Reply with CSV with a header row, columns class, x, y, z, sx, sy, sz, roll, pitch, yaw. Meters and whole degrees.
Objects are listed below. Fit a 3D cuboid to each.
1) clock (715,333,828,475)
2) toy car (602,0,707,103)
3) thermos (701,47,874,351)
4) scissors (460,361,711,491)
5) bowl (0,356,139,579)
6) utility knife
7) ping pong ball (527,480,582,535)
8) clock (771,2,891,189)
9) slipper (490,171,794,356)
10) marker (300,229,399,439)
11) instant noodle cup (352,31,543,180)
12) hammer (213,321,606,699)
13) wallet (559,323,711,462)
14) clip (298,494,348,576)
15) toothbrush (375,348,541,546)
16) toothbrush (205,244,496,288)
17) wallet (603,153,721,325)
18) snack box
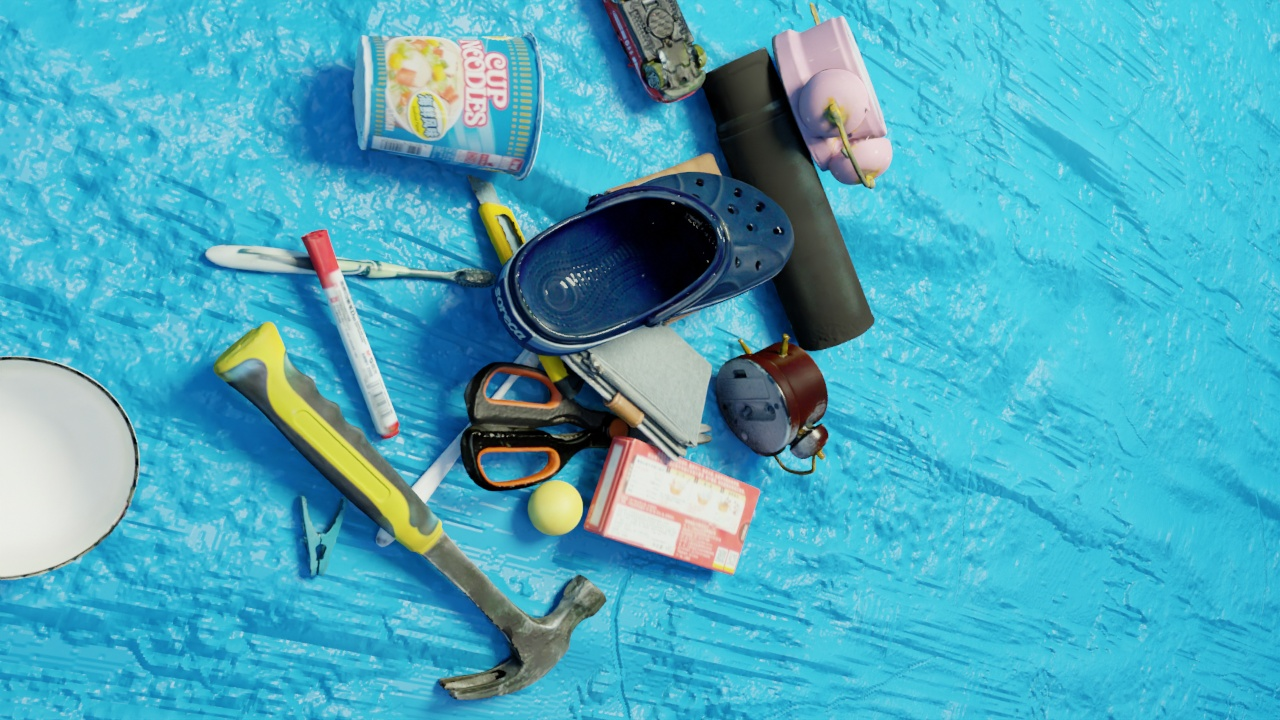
class,x,y,z,sx,sy,sz,roll,pitch,yaw
clock,0.111,0.040,0.749,0.055,0.082,0.122,-25,102,-33
toy car,0.007,-0.255,0.699,0.052,0.045,0.120,-30,101,-23
thermos,0.127,-0.135,0.762,0.089,0.069,0.242,-38,110,-46
scissors,-0.034,0.067,0.694,0.235,0.022,0.139,31,70,-33
bowl,-0.341,0.055,0.502,0.116,0.066,0.116,0,91,-30
utility knife,-0.081,-0.054,0.658,0.033,0.015,0.176,-27,93,-49
ping pong ball,-0.063,0.109,0.676,0.040,0.040,0.040,-1,92,-30
clock,0.156,-0.203,0.730,0.117,0.060,0.158,47,33,-46
slipper,0.014,-0.081,0.637,0.252,0.095,0.105,-23,88,-34
marker,-0.189,-0.015,0.604,0.017,0.017,0.145,-25,112,-27
instant noodle cup,-0.129,-0.170,0.604,0.109,0.099,0.099,-2,93,-22
hammer,-0.156,0.110,0.615,0.126,0.032,0.323,-47,118,-19
wallet,-0.004,0.004,0.692,0.129,0.037,0.106,42,40,-24
clip,-0.212,0.116,0.607,0.034,0.013,0.055,2,91,-29
toothbrush,-0.126,0.059,0.652,0.016,0.016,0.179,45,71,-24
toothbrush,-0.185,-0.062,0.613,0.191,0.018,0.016,3,91,-30
wallet,0.037,-0.097,0.726,0.101,0.020,0.115,-26,92,-25
snack box,0.029,0.116,0.720,0.152,0.025,0.075,26,78,-39
